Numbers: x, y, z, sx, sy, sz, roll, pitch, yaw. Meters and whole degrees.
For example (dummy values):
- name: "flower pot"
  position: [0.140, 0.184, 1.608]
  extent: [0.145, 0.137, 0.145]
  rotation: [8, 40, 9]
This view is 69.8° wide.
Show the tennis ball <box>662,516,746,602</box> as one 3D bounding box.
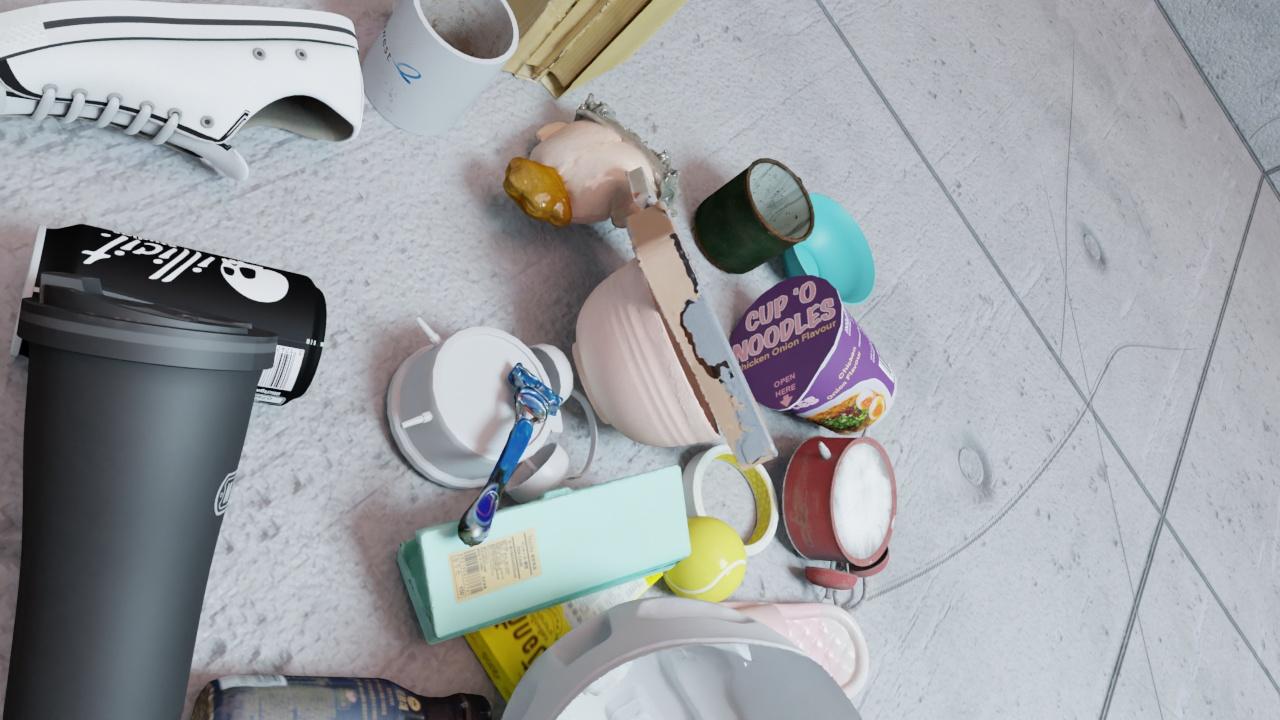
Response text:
- name: "tennis ball"
  position: [0.047, 0.150, 0.692]
  extent: [0.065, 0.065, 0.065]
  rotation: [17, 60, -32]

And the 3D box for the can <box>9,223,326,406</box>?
- name: "can"
  position: [-0.260, -0.023, 0.515]
  extent: [0.145, 0.080, 0.080]
  rotation: [13, 63, -34]

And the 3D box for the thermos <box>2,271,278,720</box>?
- name: "thermos"
  position: [-0.240, 0.075, 0.429]
  extent: [0.105, 0.106, 0.218]
  rotation: [8, 93, -36]

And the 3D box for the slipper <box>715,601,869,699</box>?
- name: "slipper"
  position: [0.100, 0.232, 0.703]
  extent: [0.221, 0.056, 0.106]
  rotation: [2, 67, -38]

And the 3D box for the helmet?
- name: "helmet"
  position: [0.038, 0.274, 0.534]
  extent: [0.224, 0.184, 0.282]
  rotation: [-36, 88, -5]

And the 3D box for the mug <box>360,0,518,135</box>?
- name: "mug"
  position: [-0.157, -0.247, 0.689]
  extent: [0.082, 0.097, 0.119]
  rotation: [-9, 76, -41]

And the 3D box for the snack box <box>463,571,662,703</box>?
- name: "snack box"
  position: [-0.050, 0.165, 0.634]
  extent: [0.148, 0.026, 0.061]
  rotation: [-33, 91, -43]

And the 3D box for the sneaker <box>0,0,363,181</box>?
- name: "sneaker"
  position: [-0.282, -0.155, 0.564]
  extent: [0.244, 0.091, 0.097]
  rotation: [-18, 96, -44]

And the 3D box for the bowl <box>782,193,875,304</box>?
- name: "bowl"
  position: [0.178, -0.104, 0.927]
  extent: [0.121, 0.046, 0.121]
  rotation: [17, 60, -32]

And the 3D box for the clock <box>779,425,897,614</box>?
- name: "clock"
  position: [0.172, 0.141, 0.800]
  extent: [0.109, 0.062, 0.157]
  rotation: [-10, 94, -47]

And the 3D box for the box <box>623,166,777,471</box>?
- name: "box"
  position: [0.042, -0.033, 0.706]
  extent: [0.216, 0.043, 0.150]
  rotation: [62, 4, -32]

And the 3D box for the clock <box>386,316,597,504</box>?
- name: "clock"
  position: [-0.098, 0.037, 0.636]
  extent: [0.159, 0.061, 0.119]
  rotation: [23, 55, -35]

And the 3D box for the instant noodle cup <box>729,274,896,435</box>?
- name: "instant noodle cup"
  position: [0.164, 0.012, 0.824]
  extent: [0.122, 0.122, 0.136]
  rotation: [34, 43, -34]

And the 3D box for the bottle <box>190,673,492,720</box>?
- name: "bottle"
  position: [-0.160, 0.204, 0.506]
  extent: [0.160, 0.056, 0.056]
  rotation: [15, 61, -33]

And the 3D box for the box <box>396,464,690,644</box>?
- name: "box"
  position: [-0.052, 0.115, 0.588]
  extent: [0.188, 0.080, 0.077]
  rotation: [-8, 54, -31]

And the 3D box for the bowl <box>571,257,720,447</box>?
- name: "bowl"
  position: [-0.004, 0.004, 0.692]
  extent: [0.153, 0.076, 0.153]
  rotation: [-23, 89, -85]

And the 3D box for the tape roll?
- name: "tape roll"
  position: [0.074, 0.117, 0.761]
  extent: [0.094, 0.019, 0.094]
  rotation: [17, 60, -33]

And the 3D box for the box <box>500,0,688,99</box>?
- name: "box"
  position: [-0.013, -0.330, 0.741]
  extent: [0.184, 0.249, 0.141]
  rotation: [24, 57, -28]

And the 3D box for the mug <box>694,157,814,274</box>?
- name: "mug"
  position: [0.111, -0.139, 0.865]
  extent: [0.085, 0.081, 0.110]
  rotation: [52, 48, -7]

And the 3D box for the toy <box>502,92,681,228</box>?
- name: "toy"
  position: [-0.044, -0.147, 0.749]
  extent: [0.132, 0.076, 0.175]
  rotation: [44, 42, 18]

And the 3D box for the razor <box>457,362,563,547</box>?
- name: "razor"
  position: [-0.080, 0.058, 0.571]
  extent: [0.044, 0.018, 0.140]
  rotation: [42, 39, -20]
